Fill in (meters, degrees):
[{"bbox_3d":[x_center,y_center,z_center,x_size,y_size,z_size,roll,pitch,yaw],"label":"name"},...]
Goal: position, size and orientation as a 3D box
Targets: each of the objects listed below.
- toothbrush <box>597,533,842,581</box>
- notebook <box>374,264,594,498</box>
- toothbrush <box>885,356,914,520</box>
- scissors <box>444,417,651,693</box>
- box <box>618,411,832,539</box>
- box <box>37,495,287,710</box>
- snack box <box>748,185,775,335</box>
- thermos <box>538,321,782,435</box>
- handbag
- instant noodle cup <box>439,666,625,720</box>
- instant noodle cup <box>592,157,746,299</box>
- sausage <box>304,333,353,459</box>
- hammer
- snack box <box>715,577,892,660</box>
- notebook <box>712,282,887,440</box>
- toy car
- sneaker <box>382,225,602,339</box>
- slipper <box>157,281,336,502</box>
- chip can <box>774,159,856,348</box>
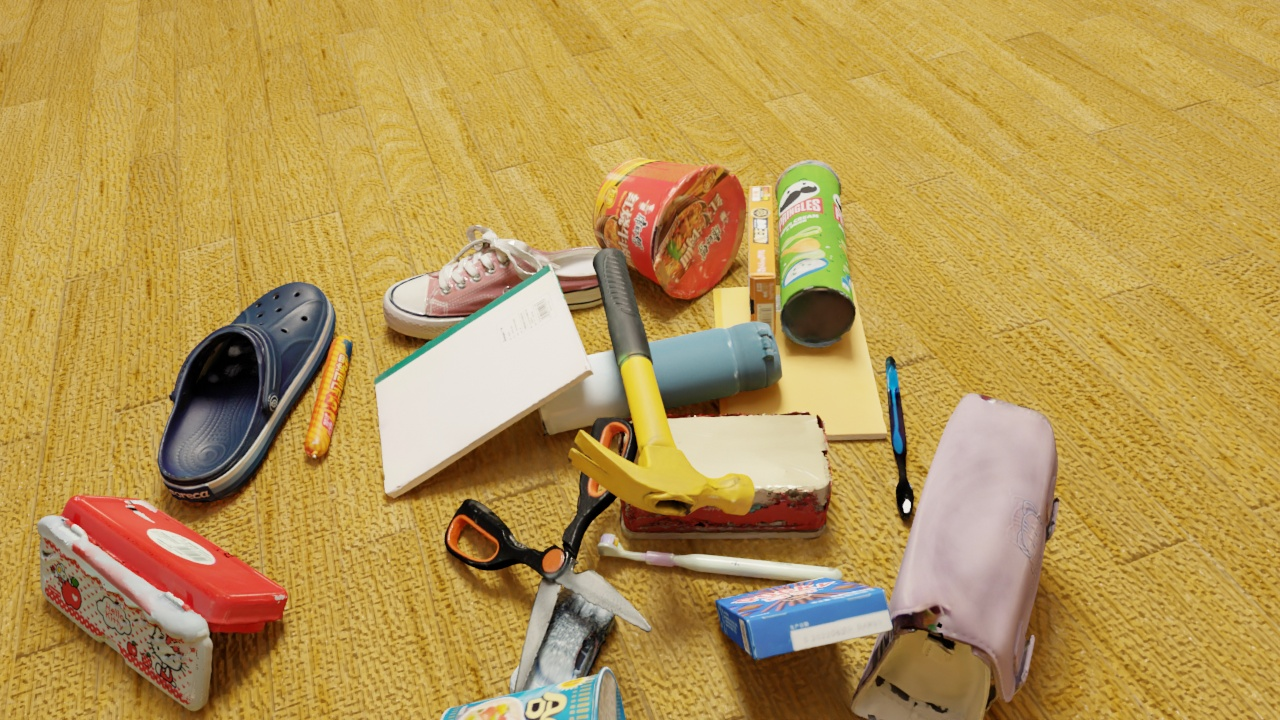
[{"bbox_3d":[0.060,0.156,0.712,0.190,0.029,0.020,6,88,10],"label":"toothbrush"},{"bbox_3d":[-0.149,0.014,0.820,0.209,0.012,0.150,-32,45,9],"label":"notebook"},{"bbox_3d":[0.223,0.062,0.798,0.014,0.016,0.189,-5,41,14],"label":"toothbrush"},{"bbox_3d":[-0.062,0.138,0.692,0.234,0.022,0.220,13,64,42],"label":"scissors"},{"bbox_3d":[0.066,0.089,0.738,0.168,0.078,0.091,-2,45,5],"label":"box"},{"bbox_3d":[-0.379,0.184,0.703,0.201,0.095,0.100,21,88,26],"label":"box"},{"bbox_3d":[0.120,-0.102,0.912,0.026,0.075,0.153,0,43,7],"label":"snack box"},{"bbox_3d":[0.016,0.015,0.817,0.220,0.070,0.070,-12,45,-1],"label":"thermos"},{"bbox_3d":[0.221,0.141,0.621,0.098,0.145,0.196,15,49,23],"label":"handbag"},{"bbox_3d":[-0.069,0.250,0.581,0.110,0.099,0.099,-9,44,8],"label":"instant noodle cup"},{"bbox_3d":[0.026,-0.144,0.946,0.109,0.138,0.137,26,52,39],"label":"instant noodle cup"},{"bbox_3d":[-0.295,0.030,0.872,0.021,0.021,0.164,-5,45,0],"label":"sausage"},{"bbox_3d":[-0.004,0.004,0.742,0.128,0.033,0.300,9,38,-19],"label":"hammer"},{"bbox_3d":[0.101,0.167,0.608,0.084,0.157,0.026,-11,80,-4],"label":"snack box"},{"bbox_3d":[0.145,-0.004,0.871,0.146,0.010,0.205,-3,45,3],"label":"notebook"},{"bbox_3d":[-0.056,0.208,0.662,0.049,0.031,0.105,13,49,20],"label":"toy car"},{"bbox_3d":[-0.145,-0.089,0.930,0.241,0.088,0.118,-10,45,-6],"label":"sneaker"},{"bbox_3d":[-0.374,0.011,0.851,0.105,0.095,0.252,6,49,7],"label":"slipper"},{"bbox_3d":[0.173,-0.113,0.923,0.072,0.072,0.235,1,41,7],"label":"chip can"}]
